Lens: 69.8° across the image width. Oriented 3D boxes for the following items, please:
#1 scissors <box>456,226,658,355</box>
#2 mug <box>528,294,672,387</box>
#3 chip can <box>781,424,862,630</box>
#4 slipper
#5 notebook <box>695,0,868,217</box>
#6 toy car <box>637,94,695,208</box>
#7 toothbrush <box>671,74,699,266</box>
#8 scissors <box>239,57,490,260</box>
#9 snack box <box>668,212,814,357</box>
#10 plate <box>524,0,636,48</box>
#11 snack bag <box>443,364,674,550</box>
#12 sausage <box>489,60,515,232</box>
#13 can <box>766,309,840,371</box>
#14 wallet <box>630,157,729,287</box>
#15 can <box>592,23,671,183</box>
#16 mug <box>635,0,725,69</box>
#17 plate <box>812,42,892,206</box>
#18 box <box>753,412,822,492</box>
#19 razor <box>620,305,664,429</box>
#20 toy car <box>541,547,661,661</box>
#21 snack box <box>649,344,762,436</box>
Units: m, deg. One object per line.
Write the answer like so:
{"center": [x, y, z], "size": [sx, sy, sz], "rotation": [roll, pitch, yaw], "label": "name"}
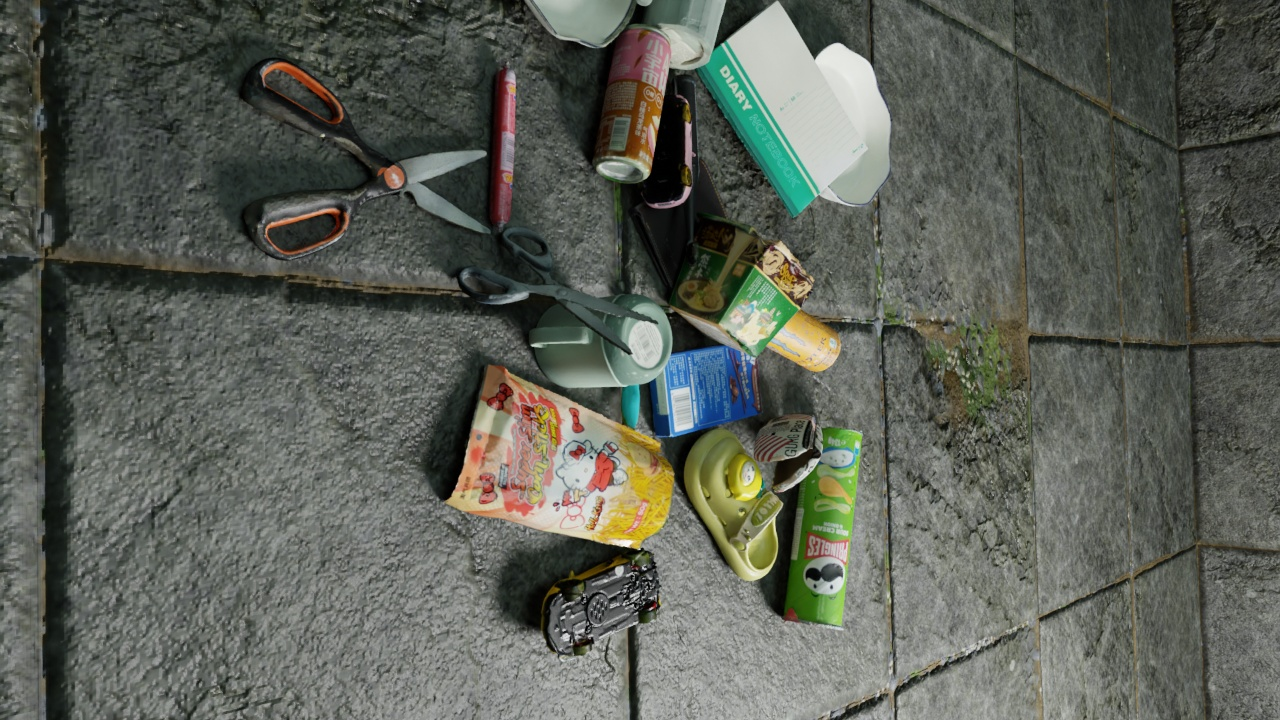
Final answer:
{"center": [-0.074, -0.061, 0.781], "size": [0.159, 0.014, 0.171], "rotation": [-8, 52, -11], "label": "scissors"}
{"center": [-0.041, -0.018, 0.823], "size": [0.111, 0.107, 0.082], "rotation": [7, 84, -44], "label": "mug"}
{"center": [0.217, 0.196, 1.094], "size": [0.072, 0.072, 0.235], "rotation": [21, 73, -42], "label": "chip can"}
{"center": [0.118, 0.157, 0.992], "size": [0.091, 0.082, 0.190], "rotation": [-45, 121, -40], "label": "slipper"}
{"center": [0.168, -0.293, 1.070], "size": [0.150, 0.012, 0.209], "rotation": [-44, 107, -23], "label": "notebook"}
{"center": [0.027, -0.212, 0.934], "size": [0.037, 0.056, 0.122], "rotation": [43, 46, -67], "label": "toy car"}
{"center": [0.049, -0.199, 0.956], "size": [0.026, 0.027, 0.212], "rotation": [3, 73, -18], "label": "toothbrush"}
{"center": [-0.215, -0.152, 0.717], "size": [0.220, 0.022, 0.224], "rotation": [-49, 120, -34], "label": "scissors"}
{"center": [0.098, -0.074, 0.965], "size": [0.118, 0.117, 0.105], "rotation": [38, 82, -44], "label": "snack box"}
{"center": [-0.100, -0.411, 0.839], "size": [0.266, 0.034, 0.161], "rotation": [49, 56, -31], "label": "plate"}
{"center": [-0.068, 0.096, 0.830], "size": [0.207, 0.073, 0.128], "rotation": [25, 71, -34], "label": "snack bag"}
{"center": [-0.122, -0.190, 0.815], "size": [0.020, 0.020, 0.155], "rotation": [7, 83, -45], "label": "sausage"}
{"center": [0.172, -0.035, 1.071], "size": [0.146, 0.058, 0.058], "rotation": [24, 71, -41], "label": "can"}
{"center": [0.046, -0.149, 0.982], "size": [0.122, 0.020, 0.096], "rotation": [-44, 118, -35], "label": "wallet"}
{"center": [-0.007, -0.252, 0.905], "size": [0.058, 0.058, 0.147], "rotation": [22, 73, -42], "label": "can"}
{"center": [0.036, -0.374, 0.932], "size": [0.124, 0.084, 0.103], "rotation": [33, 66, -55], "label": "mug"}
{"center": [0.255, -0.298, 1.180], "size": [0.204, 0.046, 0.205], "rotation": [4, 85, -46], "label": "plate"}
{"center": [0.162, 0.084, 1.010], "size": [0.079, 0.074, 0.163], "rotation": [52, 18, 2], "label": "box"}
{"center": [-0.005, 0.005, 0.913], "size": [0.043, 0.028, 0.132], "rotation": [10, 76, -21], "label": "razor"}
{"center": [-0.037, 0.224, 0.859], "size": [0.155, 0.041, 0.071], "rotation": [-14, 97, -46], "label": "toy car"}
{"center": [0.072, 0.028, 0.990], "size": [0.156, 0.026, 0.084], "rotation": [-9, 94, -45], "label": "snack box"}
